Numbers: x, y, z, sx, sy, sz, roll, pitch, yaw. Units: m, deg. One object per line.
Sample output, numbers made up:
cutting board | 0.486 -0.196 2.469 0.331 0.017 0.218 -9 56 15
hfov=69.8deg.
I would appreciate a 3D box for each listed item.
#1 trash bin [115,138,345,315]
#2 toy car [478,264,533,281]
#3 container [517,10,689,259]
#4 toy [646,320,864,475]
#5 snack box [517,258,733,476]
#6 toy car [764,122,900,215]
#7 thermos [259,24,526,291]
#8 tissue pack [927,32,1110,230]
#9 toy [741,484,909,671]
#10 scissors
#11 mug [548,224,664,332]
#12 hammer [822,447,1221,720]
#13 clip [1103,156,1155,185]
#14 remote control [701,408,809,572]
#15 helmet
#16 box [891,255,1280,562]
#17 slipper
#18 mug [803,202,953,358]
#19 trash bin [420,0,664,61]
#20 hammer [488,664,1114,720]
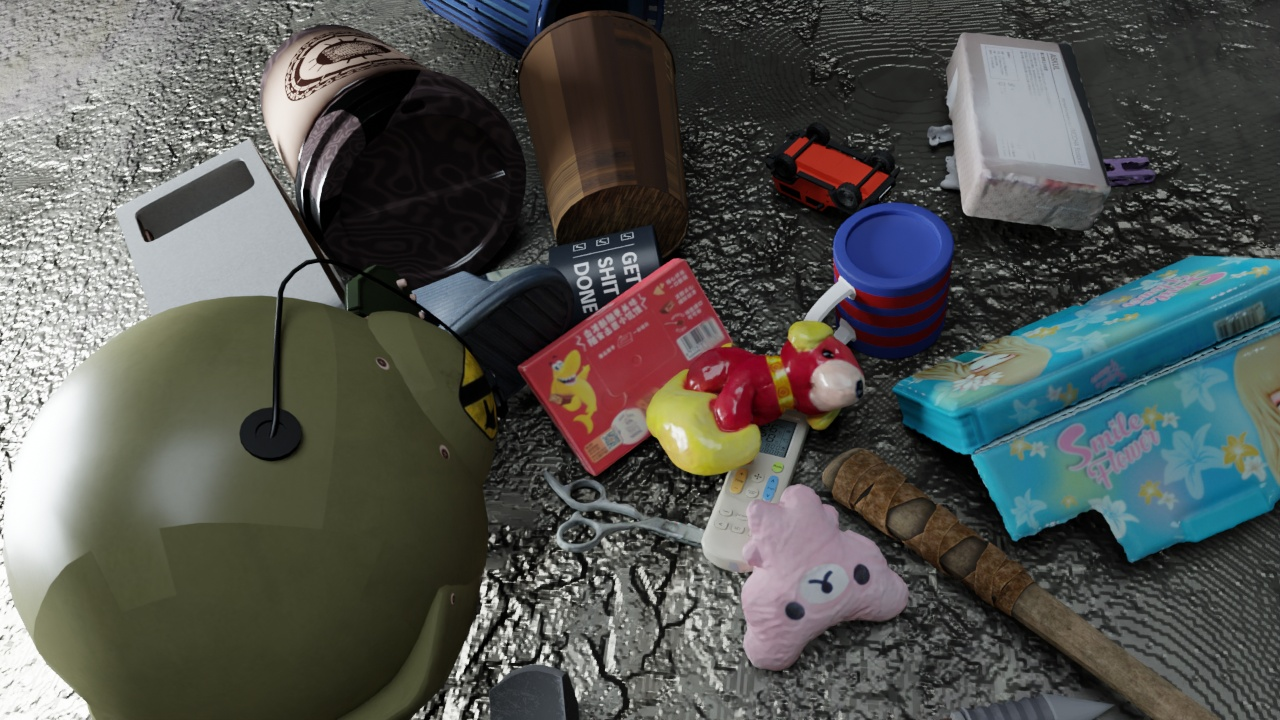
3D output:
trash bin | -0.291 -0.046 0.700 0.114 0.114 0.229 -32 54 -10
toy car | -0.108 -0.045 0.691 0.105 0.033 0.048 -18 59 -25
container | -0.025 -0.165 0.723 0.132 0.132 0.167 -12 58 5
toy | 0.070 0.021 0.584 0.137 0.067 0.105 -21 41 5
snack box | -0.004 0.004 0.617 0.132 0.089 0.021 -35 15 -13
toy car | 0.146 -0.142 0.706 0.100 0.049 0.051 33 67 31
thermos | -0.217 -0.179 0.755 0.172 0.173 0.226 -34 48 -12
tissue pack | 0.278 -0.172 0.693 0.104 0.071 0.181 6 55 3
toy | 0.093 0.117 0.514 0.099 0.096 0.053 -23 8 -4
scissors | 0.011 0.100 0.587 0.171 0.014 0.090 -1 37 1
mug | -0.017 -0.040 0.666 0.077 0.071 0.105 -12 79 5
hammer | 0.222 0.142 0.474 0.121 0.049 0.319 -25 44 -30
clip | 0.351 -0.137 0.676 0.053 0.013 0.037 -15 54 -1
remote control | 0.074 0.076 0.577 0.038 0.018 0.125 12 49 20
helmet | -0.186 0.090 0.475 0.250 0.256 0.232 -18 51 2
box | 0.285 0.015 0.530 0.227 0.083 0.172 -22 43 -3
slipper | -0.161 0.009 0.617 0.264 0.101 0.082 -36 61 9
mug | 0.153 -0.044 0.615 0.112 0.076 0.075 -31 54 -10
trash bin | -0.111 -0.355 0.870 0.139 0.139 0.249 -40 54 -16
hammer | 0.081 0.210 0.475 0.322 0.043 0.155 -12 53 2
